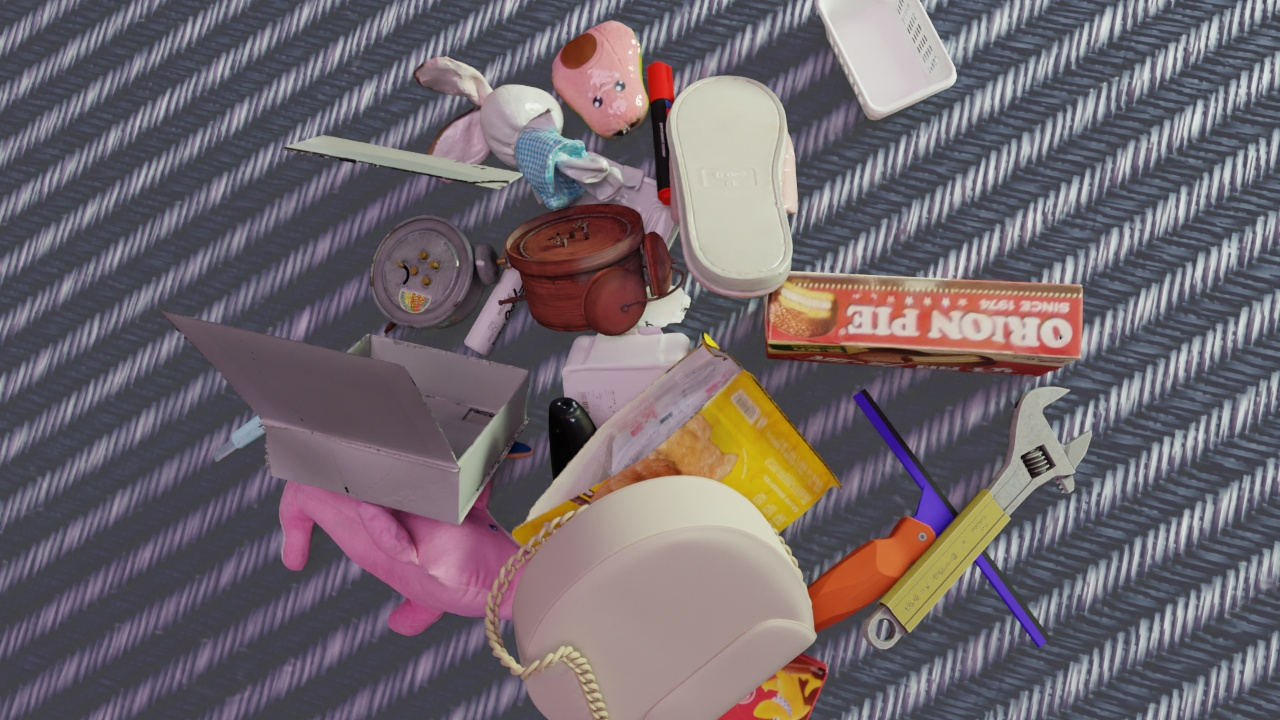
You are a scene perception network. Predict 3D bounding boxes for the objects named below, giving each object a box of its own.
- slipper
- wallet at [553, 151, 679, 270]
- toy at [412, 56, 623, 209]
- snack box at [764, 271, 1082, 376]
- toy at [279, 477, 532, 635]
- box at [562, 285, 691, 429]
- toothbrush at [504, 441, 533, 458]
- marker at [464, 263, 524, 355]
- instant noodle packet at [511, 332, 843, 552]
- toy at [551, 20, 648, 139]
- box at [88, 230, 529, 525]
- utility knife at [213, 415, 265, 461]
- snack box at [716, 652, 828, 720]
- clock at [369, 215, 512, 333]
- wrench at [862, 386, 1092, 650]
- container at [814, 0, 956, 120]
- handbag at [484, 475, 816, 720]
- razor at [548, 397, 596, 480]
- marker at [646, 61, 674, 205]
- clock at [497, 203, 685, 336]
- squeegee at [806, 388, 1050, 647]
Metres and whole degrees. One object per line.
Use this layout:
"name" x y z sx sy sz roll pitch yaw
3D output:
"slipper" 0.076 -0.148 0.774 0.114 0.055 0.273 3 50 1
"wallet" -0.019 -0.137 0.841 0.116 0.032 0.086 21 86 11
"toy" -0.094 -0.205 0.822 0.205 0.131 0.105 27 54 24
"snack box" 0.221 -0.029 0.751 0.236 0.113 0.060 4 83 8
"toy" -0.203 0.147 0.779 0.266 0.127 0.186 21 89 16
"box" -0.005 -0.006 0.807 0.109 0.136 0.124 -3 122 7
"toothbrush" -0.164 0.080 0.837 0.135 0.017 0.021 -1 41 8
"marker" -0.122 -0.064 0.848 0.025 0.025 0.126 29 87 11
"instant noodle packet" 0.026 0.108 0.737 0.221 0.163 0.084 -40 37 4
"toy" -0.031 -0.256 0.849 0.090 0.051 0.110 -30 80 4
"box" -0.208 0.030 0.671 0.167 0.369 0.150 12 81 9
"utility knife" -0.352 0.056 0.869 0.129 0.015 0.022 -34 111 3
"snack box" 0.080 0.270 0.774 0.133 0.021 0.089 23 86 11
"clock" -0.180 -0.080 0.837 0.148 0.056 0.104 -11 78 14
"wrench" 0.271 0.126 0.739 0.273 0.018 0.083 -41 89 -14
"container" 0.215 -0.278 0.819 0.081 0.049 0.129 -24 79 4
"handbag" 0.017 0.195 0.681 0.211 0.103 0.208 -41 122 9
"razor" -0.042 0.085 0.762 0.063 0.141 0.053 -36 44 -29
"marker" 0.022 -0.207 0.835 0.023 0.021 0.144 2 67 -14
"clock" -0.038 -0.076 0.779 0.158 0.120 0.072 9 125 29
"squeegee" 0.186 0.175 0.756 0.185 0.055 0.249 -35 79 1
